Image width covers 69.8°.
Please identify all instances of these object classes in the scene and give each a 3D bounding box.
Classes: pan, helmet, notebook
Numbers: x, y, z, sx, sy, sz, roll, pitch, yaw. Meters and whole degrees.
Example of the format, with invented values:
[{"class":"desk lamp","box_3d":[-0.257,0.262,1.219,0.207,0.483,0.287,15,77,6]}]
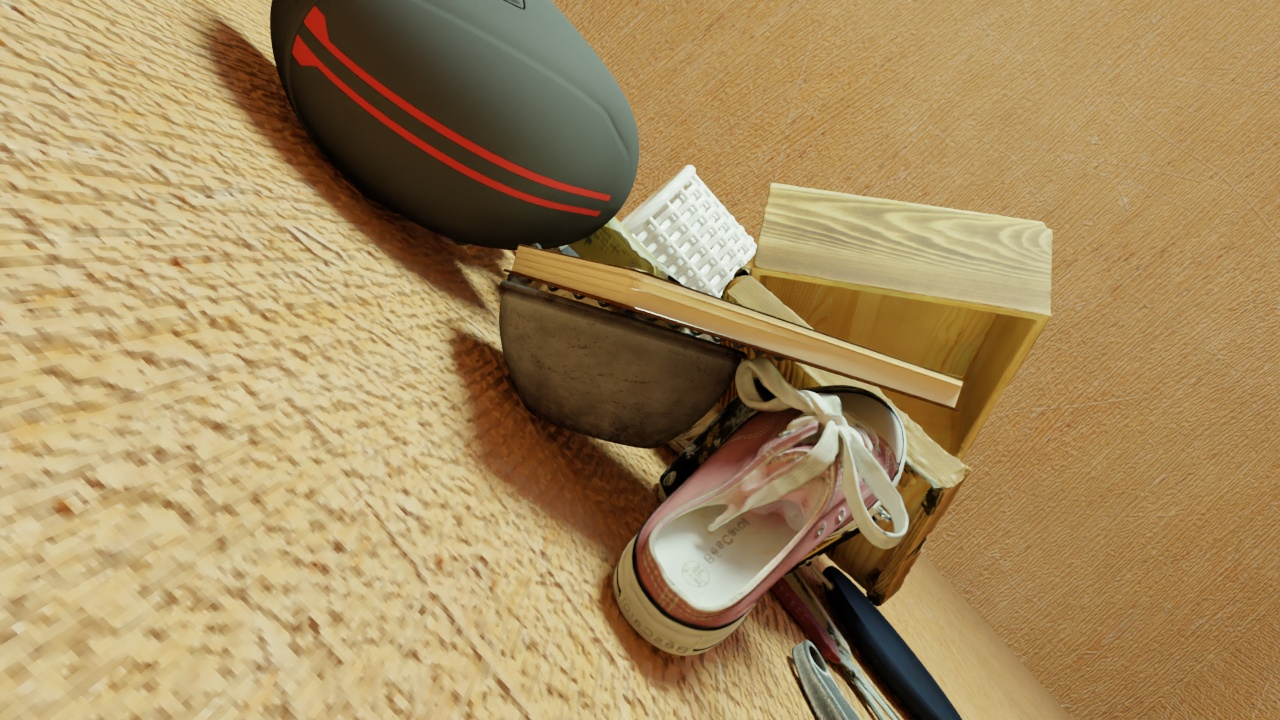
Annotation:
[{"class":"pan","box_3d":[0.157,0.263,0.446,0.187,0.055,0.356,43,13,-30]},{"class":"pan","box_3d":[0.182,0.219,0.825,0.356,0.021,0.198,48,7,-16]},{"class":"helmet","box_3d":[-0.122,-0.168,0.575,0.264,0.164,0.169,31,25,-16]},{"class":"notebook","box_3d":[0.049,-0.021,0.522,0.225,0.024,0.167,16,3,-30]}]

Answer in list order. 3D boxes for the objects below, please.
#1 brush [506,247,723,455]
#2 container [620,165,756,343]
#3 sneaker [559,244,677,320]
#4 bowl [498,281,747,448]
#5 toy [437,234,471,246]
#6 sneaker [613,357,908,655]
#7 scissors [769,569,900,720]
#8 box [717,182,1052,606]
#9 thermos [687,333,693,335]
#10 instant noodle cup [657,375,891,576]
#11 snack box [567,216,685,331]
[{"class":"brush","box_3d":[-0.004,0.005,0.759,0.271,0.057,0.083,44,6,-31]},{"class":"container","box_3d":[0.050,-0.108,1.128,0.187,0.189,0.189,48,8,-9]},{"class":"sneaker","box_3d":[-0.018,-0.054,0.920,0.239,0.089,0.124,26,27,-48]},{"class":"bowl","box_3d":[-0.018,0.007,0.523,0.145,0.067,0.145,17,2,-1]},{"class":"toy","box_3d":[-0.089,-0.139,0.741,0.084,0.159,0.194,65,-4,-20]},{"class":"sneaker","box_3d":[0.080,0.055,0.469,0.118,0.088,0.240,41,38,17]},{"class":"scissors","box_3d":[0.137,0.204,0.707,0.195,0.015,0.179,46,8,-18]},{"class":"box","box_3d":[0.172,0.040,0.801,0.269,0.263,0.280,12,-28,10]},{"class":"thermos","box_3d":[0.099,0.070,0.986,0.231,0.061,0.061,53,9,30]},{"class":"instant noodle cup","box_3d":[0.086,0.089,0.636,0.137,0.112,0.137,48,8,-9]},{"class":"snack box","box_3d":[-0.007,-0.069,0.731,0.121,0.045,0.181,45,5,-2]}]
